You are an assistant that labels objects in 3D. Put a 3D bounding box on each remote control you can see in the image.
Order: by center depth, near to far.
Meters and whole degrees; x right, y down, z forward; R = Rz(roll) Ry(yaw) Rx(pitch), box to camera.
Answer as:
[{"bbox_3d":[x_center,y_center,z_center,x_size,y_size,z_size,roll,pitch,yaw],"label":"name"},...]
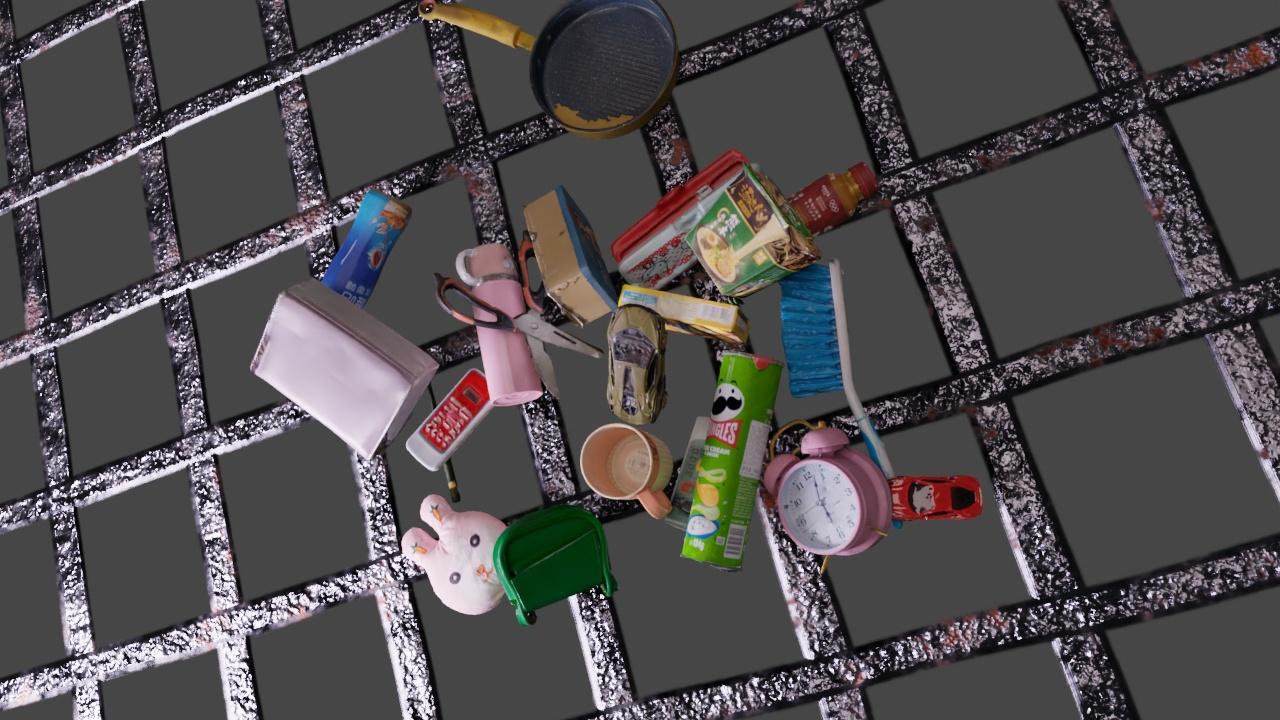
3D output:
[{"bbox_3d":[0.073,0.133,1.067,0.056,0.019,0.135,17,86,19],"label":"remote control"},{"bbox_3d":[-0.235,0.074,1.159,0.056,0.020,0.136,41,86,13],"label":"remote control"}]

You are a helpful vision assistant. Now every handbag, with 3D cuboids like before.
[{"bbox_3d":[-0.101,0.234,1.064,0.131,0.068,0.120,-18,92,-12],"label":"handbag"},{"bbox_3d":[-0.373,0.010,1.151,0.197,0.098,0.145,35,109,-1],"label":"handbag"}]

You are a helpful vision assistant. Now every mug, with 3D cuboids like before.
[{"bbox_3d":[-0.003,0.129,1.045,0.082,0.106,0.114,-40,73,7],"label":"mug"}]

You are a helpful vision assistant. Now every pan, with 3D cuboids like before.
[{"bbox_3d":[-0.122,-0.407,1.183,0.358,0.078,0.197,19,86,18],"label":"pan"}]

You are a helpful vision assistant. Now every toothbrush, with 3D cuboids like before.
[{"bbox_3d":[-0.260,0.094,1.177,0.017,0.012,0.185,-22,76,18],"label":"toothbrush"}]

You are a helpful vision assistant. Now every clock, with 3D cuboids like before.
[{"bbox_3d":[0.195,0.137,0.988,0.117,0.059,0.158,-43,63,34],"label":"clock"}]

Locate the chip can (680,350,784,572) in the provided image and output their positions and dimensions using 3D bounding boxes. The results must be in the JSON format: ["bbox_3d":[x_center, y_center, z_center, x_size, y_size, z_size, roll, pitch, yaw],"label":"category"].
[{"bbox_3d":[0.102,0.110,1.016,0.072,0.072,0.236,11,86,18],"label":"chip can"}]

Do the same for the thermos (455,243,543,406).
[{"bbox_3d":[-0.178,-0.046,1.137,0.067,0.087,0.198,-21,76,34],"label":"thermos"}]

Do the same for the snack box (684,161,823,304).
[{"bbox_3d":[0.117,-0.132,0.994,0.106,0.118,0.117,-36,76,19],"label":"snack box"}]

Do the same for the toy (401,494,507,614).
[{"bbox_3d":[-0.223,0.235,1.123,0.159,0.054,0.121,26,88,23],"label":"toy"}]

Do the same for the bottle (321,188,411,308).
[{"bbox_3d":[-0.380,-0.120,1.220,0.065,0.065,0.218,28,89,19],"label":"bottle"}]

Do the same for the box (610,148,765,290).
[{"bbox_3d":[0.054,-0.170,1.080,0.201,0.101,0.095,-37,74,7],"label":"box"}]

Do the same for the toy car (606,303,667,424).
[{"bbox_3d":[-0.006,0.006,1.065,0.070,0.042,0.158,12,125,18],"label":"toy car"}]

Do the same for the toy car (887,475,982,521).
[{"bbox_3d":[0.311,0.147,0.976,0.106,0.031,0.049,0,79,-3],"label":"toy car"}]

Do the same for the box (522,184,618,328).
[{"bbox_3d":[-0.082,-0.120,1.090,0.062,0.090,0.184,-30,51,9],"label":"box"}]

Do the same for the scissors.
[{"bbox_3d":[-0.146,-0.055,1.111,0.188,0.015,0.222,-9,76,-23],"label":"scissors"}]

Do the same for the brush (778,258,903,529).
[{"bbox_3d":[0.220,0.033,1.026,0.109,0.060,0.314,-6,82,12],"label":"brush"}]

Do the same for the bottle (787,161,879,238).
[{"bbox_3d":[0.190,-0.167,1.062,0.175,0.057,0.057,-31,74,9],"label":"bottle"}]

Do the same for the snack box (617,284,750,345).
[{"bbox_3d":[0.052,-0.053,1.068,0.140,0.087,0.033,15,85,18],"label":"snack box"}]
